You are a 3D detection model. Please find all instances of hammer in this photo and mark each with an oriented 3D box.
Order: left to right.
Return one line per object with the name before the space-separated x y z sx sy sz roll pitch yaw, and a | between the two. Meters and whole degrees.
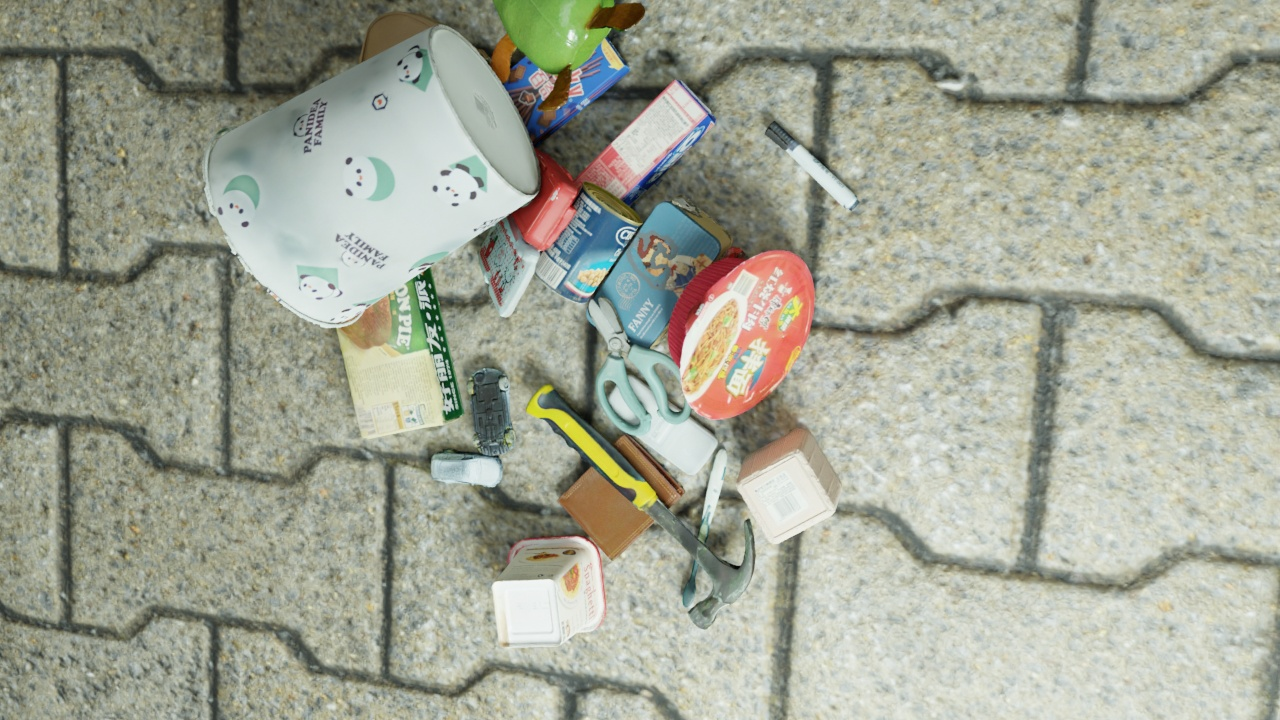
hammer | -0.002 0.145 1.036 0.323 0.032 0.126 43 99 10

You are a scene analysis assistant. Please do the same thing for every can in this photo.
can | -0.060 -0.124 0.979 0.075 0.075 0.111 39 108 8

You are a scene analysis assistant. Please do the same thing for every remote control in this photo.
remote control | 0.023 0.074 1.059 0.136 0.020 0.056 36 101 9

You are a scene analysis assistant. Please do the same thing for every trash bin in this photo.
trash bin | -0.253 -0.188 0.918 0.252 0.229 0.229 -25 89 16

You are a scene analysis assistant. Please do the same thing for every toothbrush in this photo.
toothbrush | 0.075 0.194 1.061 0.016 0.018 0.191 14 96 12

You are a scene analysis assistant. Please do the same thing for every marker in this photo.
marker | 0.185 -0.210 0.995 0.130 0.018 0.022 46 59 7

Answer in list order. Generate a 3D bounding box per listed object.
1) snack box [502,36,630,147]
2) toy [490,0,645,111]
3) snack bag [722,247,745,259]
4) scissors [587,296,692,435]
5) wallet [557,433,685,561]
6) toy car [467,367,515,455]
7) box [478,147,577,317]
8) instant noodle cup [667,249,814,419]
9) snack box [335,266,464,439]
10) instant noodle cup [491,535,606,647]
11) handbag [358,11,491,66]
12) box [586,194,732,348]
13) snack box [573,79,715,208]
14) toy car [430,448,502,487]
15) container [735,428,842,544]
snack box | -0.099 -0.318 1.050 0.157 0.026 0.084 -36 84 14
toy | -0.095 -0.385 0.987 0.227 0.089 0.246 -44 60 25
snack bag | 0.064 -0.124 1.029 0.105 0.026 0.045 26 106 13
scissors | -0.001 0.001 1.006 0.139 0.019 0.180 -8 111 25
wallet | -0.024 0.159 1.074 0.101 0.032 0.125 46 102 9
toy car | -0.177 0.061 1.100 0.049 0.031 0.105 -7 88 10
box | -0.130 -0.145 0.998 0.038 0.201 0.158 29 103 -26
instant noodle cup | 0.096 -0.037 0.968 0.066 0.193 0.194 35 103 39
snack box | -0.299 -0.032 1.106 0.114 0.063 0.240 -13 92 14
instant noodle cup | -0.109 0.271 1.054 0.117 0.124 0.116 -6 93 13
handbag | -0.252 -0.286 1.052 0.148 0.099 0.205 22 109 11
box | 0.016 -0.087 1.011 0.090 0.059 0.185 38 115 8
snack box | -0.010 -0.217 1.023 0.208 0.057 0.058 -42 82 14
toy car | -0.212 0.131 1.115 0.091 0.034 0.043 4 92 12
container | 0.159 0.135 0.985 0.090 0.110 0.090 -31 87 14
